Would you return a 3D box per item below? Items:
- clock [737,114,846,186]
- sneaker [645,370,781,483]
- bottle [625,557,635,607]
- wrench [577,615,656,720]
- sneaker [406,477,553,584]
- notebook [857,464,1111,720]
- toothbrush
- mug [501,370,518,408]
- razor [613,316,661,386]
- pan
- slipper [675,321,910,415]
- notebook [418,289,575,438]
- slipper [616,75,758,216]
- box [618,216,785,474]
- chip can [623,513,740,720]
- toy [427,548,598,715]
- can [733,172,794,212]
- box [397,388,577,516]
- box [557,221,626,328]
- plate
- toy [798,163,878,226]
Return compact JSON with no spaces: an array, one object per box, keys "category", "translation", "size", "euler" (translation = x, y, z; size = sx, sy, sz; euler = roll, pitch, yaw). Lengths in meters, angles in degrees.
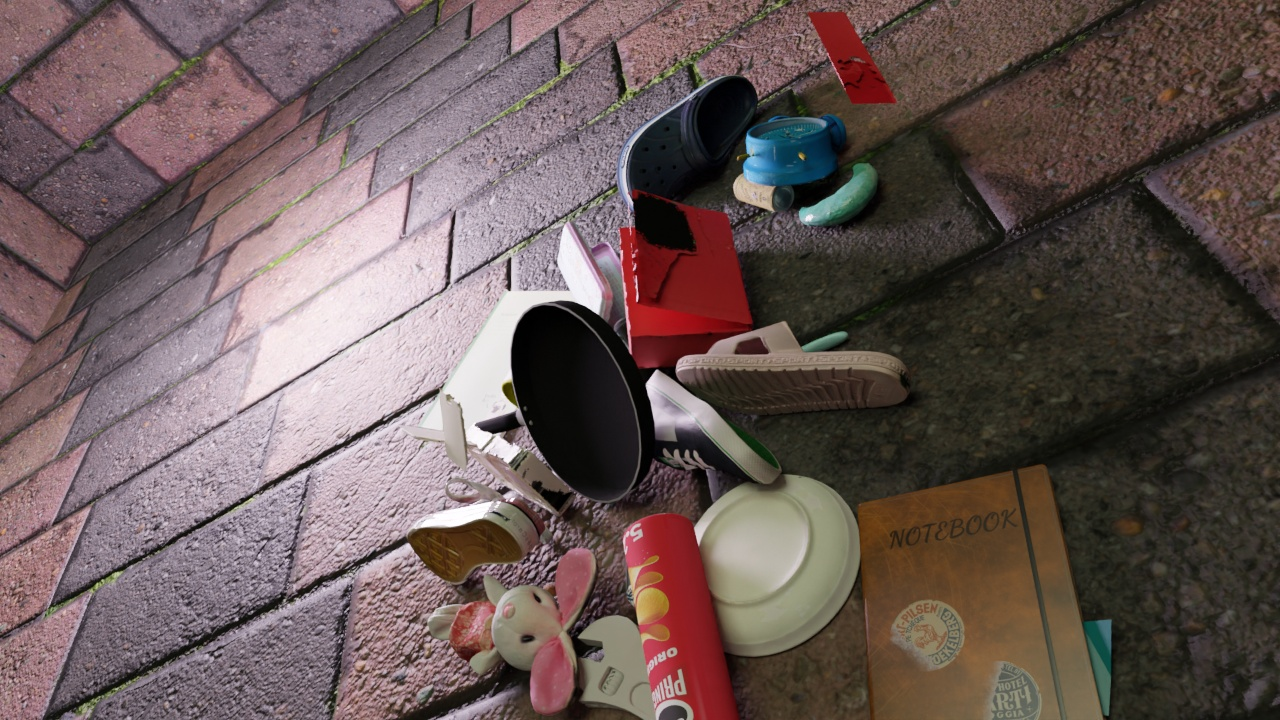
[{"category":"clock","translation":[0.193,-0.270,1.155],"size":[0.117,0.060,0.161],"euler":[6,33,29]},{"category":"sneaker","translation":[0.057,0.085,0.932],"size":[0.079,0.084,0.235],"euler":[-53,30,-1]},{"category":"bottle","translation":[0.009,0.206,0.884],"size":[0.047,0.047,0.112],"euler":[-25,41,20]},{"category":"wrench","translation":[0.037,0.298,0.797],"size":[0.274,0.018,0.086],"euler":[12,62,44]},{"category":"sneaker","translation":[-0.174,0.183,1.010],"size":[0.242,0.118,0.087],"euler":[-23,18,48]},{"category":"notebook","translation":[0.259,0.201,0.701],"size":[0.179,0.014,0.248],"euler":[-18,43,27]},{"category":"toothbrush","translation":[0.140,0.004,0.994],"size":[0.181,0.016,0.016],"euler":[-22,33,24]},{"category":"mug","translation":[-0.115,0.009,1.153],"size":[0.083,0.082,0.106],"euler":[-1,52,40]},{"category":"razor","translation":[-0.006,0.006,1.079],"size":[0.067,0.054,0.151],"euler":[14,59,-4]},{"category":"pan","translation":[-0.102,0.055,1.039],"size":[0.034,0.225,0.357],"euler":[-23,3,-36]},{"category":"slipper","translation":[0.152,0.006,0.920],"size":[0.240,0.094,0.064],"euler":[-1,57,33]},{"category":"notebook","translation":[-0.194,0.000,1.287],"size":[0.182,0.010,0.252],"euler":[4,56,43]},{"category":"slipper","translation":[0.071,-0.308,1.281],"size":[0.252,0.105,0.095],"euler":[-45,31,-9]},{"category":"box","translation":[0.077,-0.006,1.140],"size":[0.153,0.326,0.213],"euler":[-15,43,8]},{"category":"chip can","translation":[0.035,0.238,0.774],"size":[0.069,0.069,0.220],"euler":[-28,45,16]},{"category":"toy","translation":[-0.126,0.264,0.915],"size":[0.195,0.084,0.158],"euler":[-7,56,35]},{"category":"can","translation":[0.156,-0.216,1.173],"size":[0.038,0.038,0.079],"euler":[-48,38,-8]},{"category":"box","translation":[-0.179,0.107,1.018],"size":[0.068,0.191,0.144],"euler":[-51,32,-17]},{"category":"box","translation":[-0.058,-0.100,1.214],"size":[0.077,0.096,0.214],"euler":[-50,35,16]},{"category":"plate","translation":[0.108,0.177,0.838],"size":[0.183,0.034,0.182],"euler":[-24,41,22]},{"category":"toy","translation":[0.241,-0.193,1.087],"size":[0.105,0.033,0.085],"euler":[-39,27,4]}]
